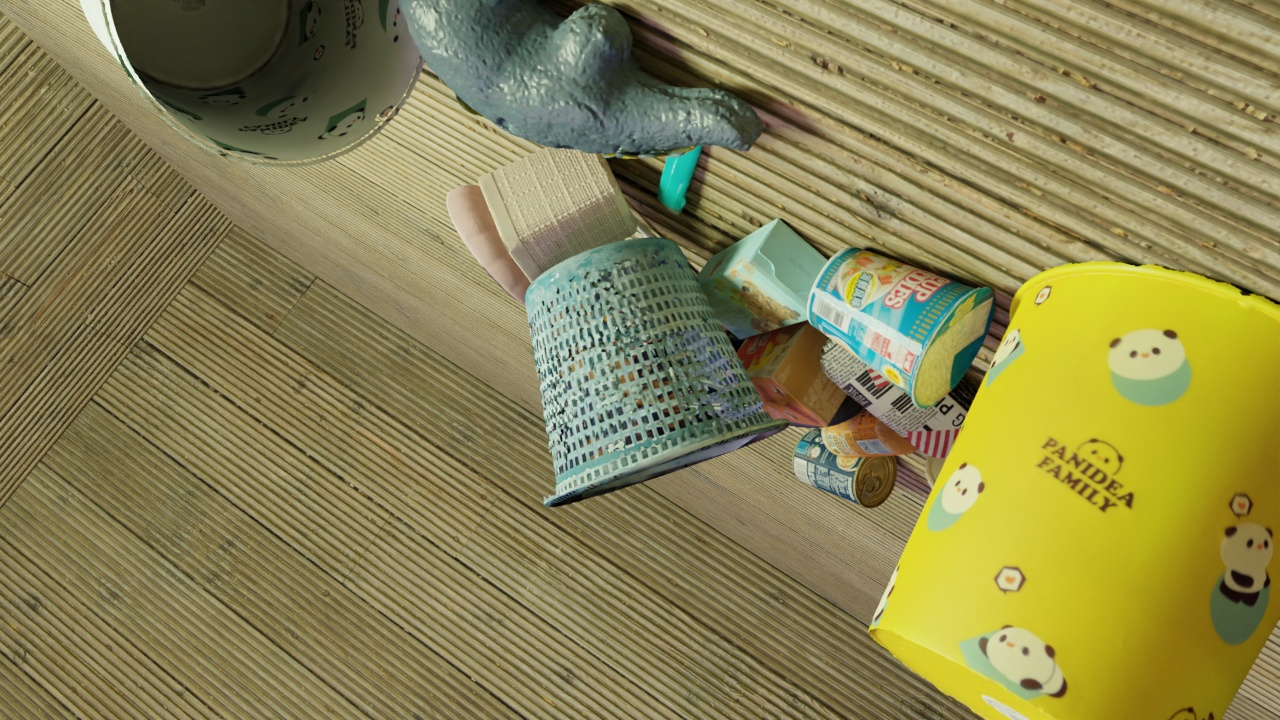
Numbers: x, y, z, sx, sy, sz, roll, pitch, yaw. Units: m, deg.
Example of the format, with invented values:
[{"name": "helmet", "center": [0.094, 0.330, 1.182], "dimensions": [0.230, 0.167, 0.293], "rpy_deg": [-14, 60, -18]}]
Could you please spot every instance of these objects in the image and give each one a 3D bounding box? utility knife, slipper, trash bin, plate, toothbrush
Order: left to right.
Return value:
[{"name": "trash bin", "center": [-0.328, -0.293, 0.738], "dimensions": [0.252, 0.229, 0.229], "rpy_deg": [29, 168, 46]}, {"name": "plate", "center": [-0.148, -0.138, 1.088], "dimensions": [0.192, 0.039, 0.192], "rpy_deg": [47, -164, -18]}, {"name": "trash bin", "center": [-0.005, 0.005, 0.822], "dimensions": [0.227, 0.226, 0.195], "rpy_deg": [117, 135, -77]}, {"name": "toothbrush", "center": [0.012, -0.127, 0.932], "dimensions": [0.180, 0.016, 0.016], "rpy_deg": [43, 159, -30]}, {"name": "utility knife", "center": [0.035, -0.162, 0.753], "dimensions": [0.029, 0.013, 0.175], "rpy_deg": [31, 164, 2]}, {"name": "slipper", "center": [0.119, 0.011, 1.013], "dimensions": [0.269, 0.110, 0.083], "rpy_deg": [8, 116, 42]}, {"name": "trash bin", "center": [0.286, 0.108, 0.572], "dimensions": [0.229, 0.255, 0.230], "rpy_deg": [32, 167, 8]}]

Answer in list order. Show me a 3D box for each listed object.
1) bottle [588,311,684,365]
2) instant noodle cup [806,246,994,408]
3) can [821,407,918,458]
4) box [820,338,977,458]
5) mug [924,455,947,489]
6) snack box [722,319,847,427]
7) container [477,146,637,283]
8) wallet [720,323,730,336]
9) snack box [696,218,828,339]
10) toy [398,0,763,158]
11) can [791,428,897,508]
[{"name": "bottle", "center": [0.006, -0.031, 1.197], "dimensions": [0.175, 0.057, 0.057], "rpy_deg": [28, 166, 26]}, {"name": "instant noodle cup", "center": [0.187, -0.032, 0.685], "dimensions": [0.110, 0.099, 0.099], "rpy_deg": [34, 170, 34]}, {"name": "can", "center": [0.248, 0.074, 0.983], "dimensions": [0.058, 0.058, 0.146], "rpy_deg": [35, 167, -6]}, {"name": "box", "center": [0.226, 0.024, 0.797], "dimensions": [0.163, 0.086, 0.076], "rpy_deg": [39, 156, -13]}, {"name": "mug", "center": [0.330, 0.117, 0.920], "dimensions": [0.106, 0.082, 0.114], "rpy_deg": [49, -170, -43]}, {"name": "snack box", "center": [0.150, 0.001, 0.879], "dimensions": [0.077, 0.092, 0.094], "rpy_deg": [39, 167, -20]}, {"name": "container", "center": [-0.072, -0.138, 0.833], "dimensions": [0.089, 0.111, 0.090], "rpy_deg": [66, -176, 27]}, {"name": "wallet", "center": [0.050, -0.063, 1.038], "dimensions": [0.124, 0.032, 0.101], "rpy_deg": [31, 165, 9]}, {"name": "snack box", "center": [0.105, -0.068, 0.829], "dimensions": [0.074, 0.051, 0.175], "rpy_deg": [37, 167, -9]}, {"name": "toy", "center": [-0.084, -0.224, 0.653], "dimensions": [0.356, 0.091, 0.138], "rpy_deg": [32, 155, 0]}, {"name": "can", "center": [0.253, 0.132, 1.147], "dimensions": [0.075, 0.075, 0.111], "rpy_deg": [43, 165, -33]}]
